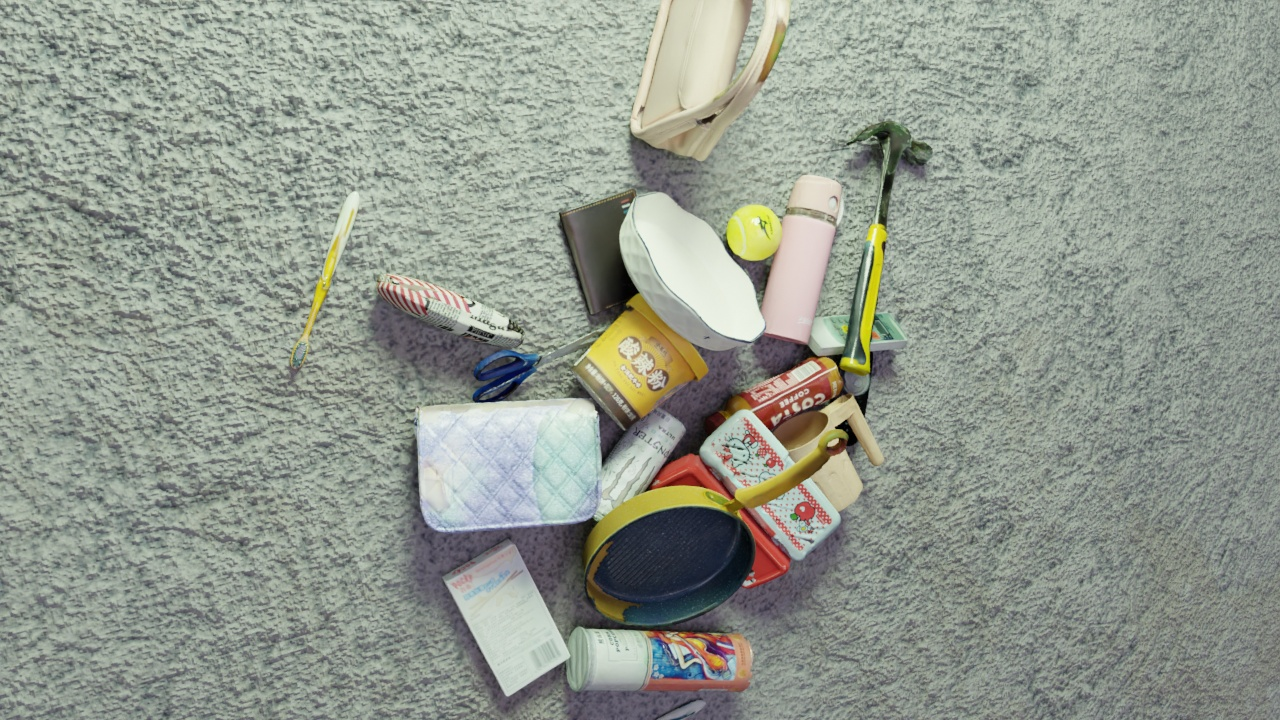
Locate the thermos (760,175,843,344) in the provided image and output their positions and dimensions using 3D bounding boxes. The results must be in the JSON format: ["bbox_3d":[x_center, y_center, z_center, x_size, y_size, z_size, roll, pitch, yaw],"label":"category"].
[{"bbox_3d":[0.200,-0.120,1.116,0.087,0.067,0.198,16,87,-44],"label":"thermos"}]

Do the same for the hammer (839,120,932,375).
[{"bbox_3d":[0.286,-0.142,1.126,0.126,0.032,0.323,19,77,-32],"label":"hammer"}]

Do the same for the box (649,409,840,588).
[{"bbox_3d":[0.125,0.170,1.082,0.161,0.058,0.201,-37,109,14],"label":"box"}]

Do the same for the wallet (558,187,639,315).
[{"bbox_3d":[-0.033,-0.124,1.043,0.096,0.020,0.122,-21,104,-19],"label":"wallet"}]

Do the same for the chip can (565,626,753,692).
[{"bbox_3d":[0.025,0.353,1.077,0.214,0.071,0.071,10,91,-23],"label":"chip can"}]

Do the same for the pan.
[{"bbox_3d":[0.084,0.178,0.993,0.197,0.078,0.358,28,115,-32],"label":"pan"}]

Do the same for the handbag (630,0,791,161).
[{"bbox_3d":[0.083,-0.321,0.955,0.093,0.234,0.193,13,89,-21],"label":"handbag"}]

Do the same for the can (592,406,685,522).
[{"bbox_3d":[-0.011,0.121,1.050,0.058,0.058,0.146,39,80,-20],"label":"can"}]

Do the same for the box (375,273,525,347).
[{"bbox_3d":[-0.197,-0.054,0.958,0.164,0.069,0.052,24,94,-25],"label":"box"}]

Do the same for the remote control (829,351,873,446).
[{"bbox_3d":[0.266,0.042,1.174,0.053,0.024,0.136,9,91,-20],"label":"remote control"}]

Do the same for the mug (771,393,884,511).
[{"bbox_3d":[0.232,0.116,1.132,0.124,0.084,0.103,-33,108,-8],"label":"mug"}]

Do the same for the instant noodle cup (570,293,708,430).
[{"bbox_3d":[-0.006,0.006,1.016,0.114,0.118,0.118,-41,108,-6],"label":"instant noodle cup"}]

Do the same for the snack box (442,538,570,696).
[{"bbox_3d":[-0.148,0.287,1.025,0.084,0.027,0.157,-28,104,-17],"label":"snack box"}]

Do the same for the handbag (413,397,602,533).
[{"bbox_3d":[-0.140,0.110,0.976,0.193,0.076,0.134,-2,89,-14],"label":"handbag"}]

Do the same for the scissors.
[{"bbox_3d":[-0.112,0.007,1.014,0.172,0.012,0.133,1,132,-50],"label":"scissors"}]

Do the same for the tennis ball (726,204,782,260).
[{"bbox_3d":[0.134,-0.151,1.082,0.065,0.065,0.065,-2,95,-22],"label":"tennis ball"}]

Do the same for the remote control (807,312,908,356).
[{"bbox_3d":[0.267,-0.034,1.152,0.135,0.056,0.019,-4,136,-21],"label":"remote control"}]

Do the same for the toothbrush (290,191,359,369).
[{"bbox_3d":[-0.319,-0.082,0.929,0.016,0.018,0.191,20,87,-24],"label":"toothbrush"}]

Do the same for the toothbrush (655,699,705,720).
[{"bbox_3d":[-0.003,0.453,1.102,0.191,0.018,0.016,-19,101,-19],"label":"toothbrush"}]

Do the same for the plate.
[{"bbox_3d":[0.054,-0.093,1.004,0.205,0.204,0.046,41,119,-20],"label":"plate"}]

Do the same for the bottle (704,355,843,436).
[{"bbox_3d":[0.161,0.051,1.114,0.174,0.057,0.057,-25,103,-18],"label":"bottle"}]
